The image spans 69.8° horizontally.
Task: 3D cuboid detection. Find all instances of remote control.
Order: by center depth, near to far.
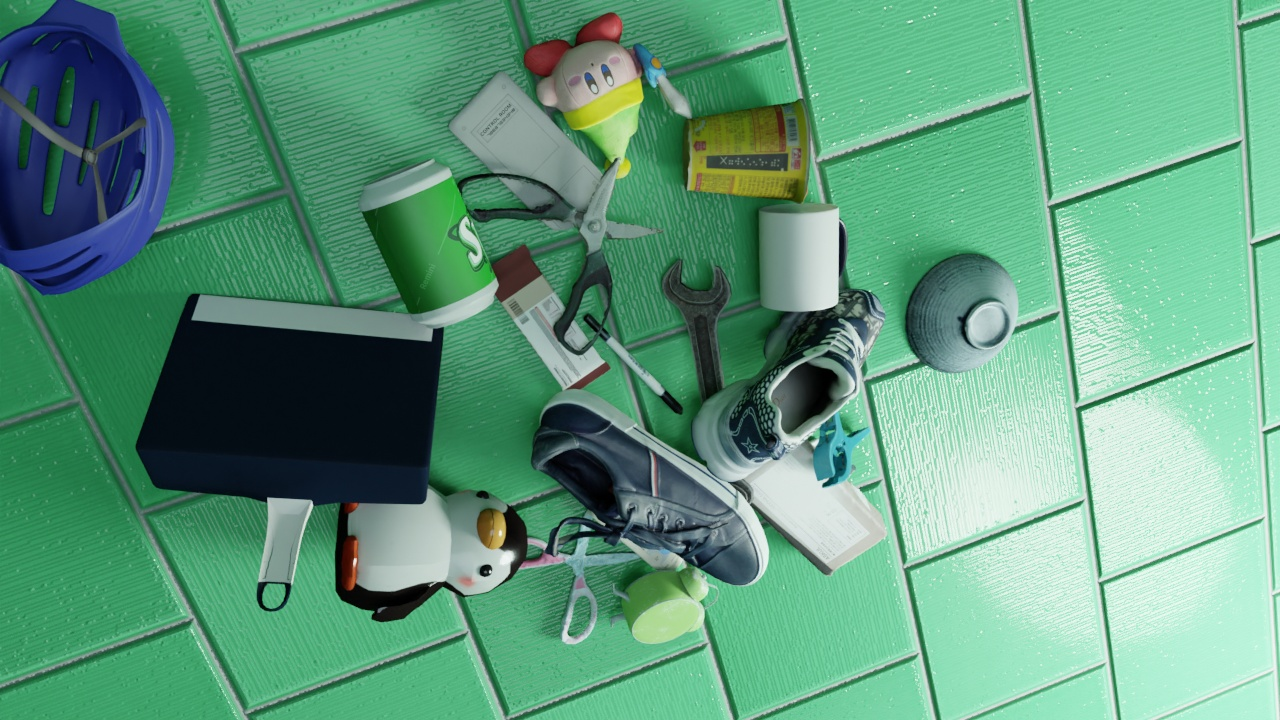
[{"bbox_3d":[-0.104,-0.194,0.874,0.074,0.019,0.151,-45,109,3],"label":"remote control"},{"bbox_3d":[-0.003,0.188,1.004,0.125,0.018,0.038,43,81,-19],"label":"remote control"}]

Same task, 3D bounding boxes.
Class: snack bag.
[{"bbox_3d":[-0.094,-0.038,0.924,0.057,0.013,0.158,-35,110,1],"label":"snack bag"}]

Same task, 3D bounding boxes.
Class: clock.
[{"bbox_3d":[0.029,0.270,1.011,0.119,0.042,0.094,-11,133,-13],"label":"clock"}]

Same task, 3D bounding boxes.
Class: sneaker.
[{"bbox_3d":[0.175,0.014,0.899,0.268,0.133,0.103,-41,101,-27],"label":"sneaker"},{"bbox_3d":[0.005,0.161,0.928,0.294,0.127,0.121,38,127,-14],"label":"sneaker"}]

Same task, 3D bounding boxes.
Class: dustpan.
[{"bbox_3d":[-0.307,0.079,0.821,0.236,0.272,0.080,5,142,-10],"label":"dustpan"}]

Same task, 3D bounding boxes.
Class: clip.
[{"bbox_3d":[0.213,0.094,0.983,0.097,0.115,0.026,45,131,-18],"label":"clip"}]

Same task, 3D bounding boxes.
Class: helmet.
[{"bbox_3d":[-0.461,-0.155,0.698,0.147,0.227,0.242,19,100,-7],"label":"helmet"}]

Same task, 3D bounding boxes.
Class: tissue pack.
[{"bbox_3d":[0.187,0.146,1.018,0.104,0.071,0.181,-41,107,18],"label":"tissue pack"}]

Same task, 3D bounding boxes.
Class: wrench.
[{"bbox_3d":[0.074,0.029,0.953,0.070,0.010,0.273,-6,101,17],"label":"wrench"}]

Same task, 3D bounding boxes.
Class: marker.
[{"bbox_3d":[-0.006,0.006,0.958,0.011,0.011,0.152,-44,109,2],"label":"marker"}]

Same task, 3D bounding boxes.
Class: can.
[{"bbox_3d":[-0.193,-0.107,0.843,0.087,0.088,0.140,-23,109,-5],"label":"can"}]

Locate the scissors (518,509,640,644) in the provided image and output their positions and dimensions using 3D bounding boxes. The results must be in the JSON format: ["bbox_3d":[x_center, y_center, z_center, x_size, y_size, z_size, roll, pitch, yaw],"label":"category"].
[{"bbox_3d":[-0.082,0.236,1.007,0.170,0.013,0.177,-3,104,-16],"label":"scissors"}]

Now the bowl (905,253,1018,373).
[{"bbox_3d":[0.365,-0.044,0.999,0.137,0.057,0.137,-3,106,-11],"label":"bowl"}]

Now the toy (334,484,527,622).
[{"bbox_3d":[-0.208,0.185,0.917,0.184,0.159,0.140,6,147,-24],"label":"toy"}]

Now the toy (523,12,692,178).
[{"bbox_3d":[-0.030,-0.244,0.855,0.124,0.097,0.131,-27,91,-10],"label":"toy"}]

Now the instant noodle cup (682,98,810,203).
[{"bbox_3d":[0.099,-0.201,0.884,0.112,0.100,0.100,-1,106,-1],"label":"instant noodle cup"}]

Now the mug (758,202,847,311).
[{"bbox_3d":[0.172,-0.109,0.935,0.111,0.079,0.097,-16,111,-37],"label":"mug"}]

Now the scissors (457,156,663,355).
[{"bbox_3d":[-0.086,-0.111,0.884,0.205,0.015,0.202,17,108,-11],"label":"scissors"}]
